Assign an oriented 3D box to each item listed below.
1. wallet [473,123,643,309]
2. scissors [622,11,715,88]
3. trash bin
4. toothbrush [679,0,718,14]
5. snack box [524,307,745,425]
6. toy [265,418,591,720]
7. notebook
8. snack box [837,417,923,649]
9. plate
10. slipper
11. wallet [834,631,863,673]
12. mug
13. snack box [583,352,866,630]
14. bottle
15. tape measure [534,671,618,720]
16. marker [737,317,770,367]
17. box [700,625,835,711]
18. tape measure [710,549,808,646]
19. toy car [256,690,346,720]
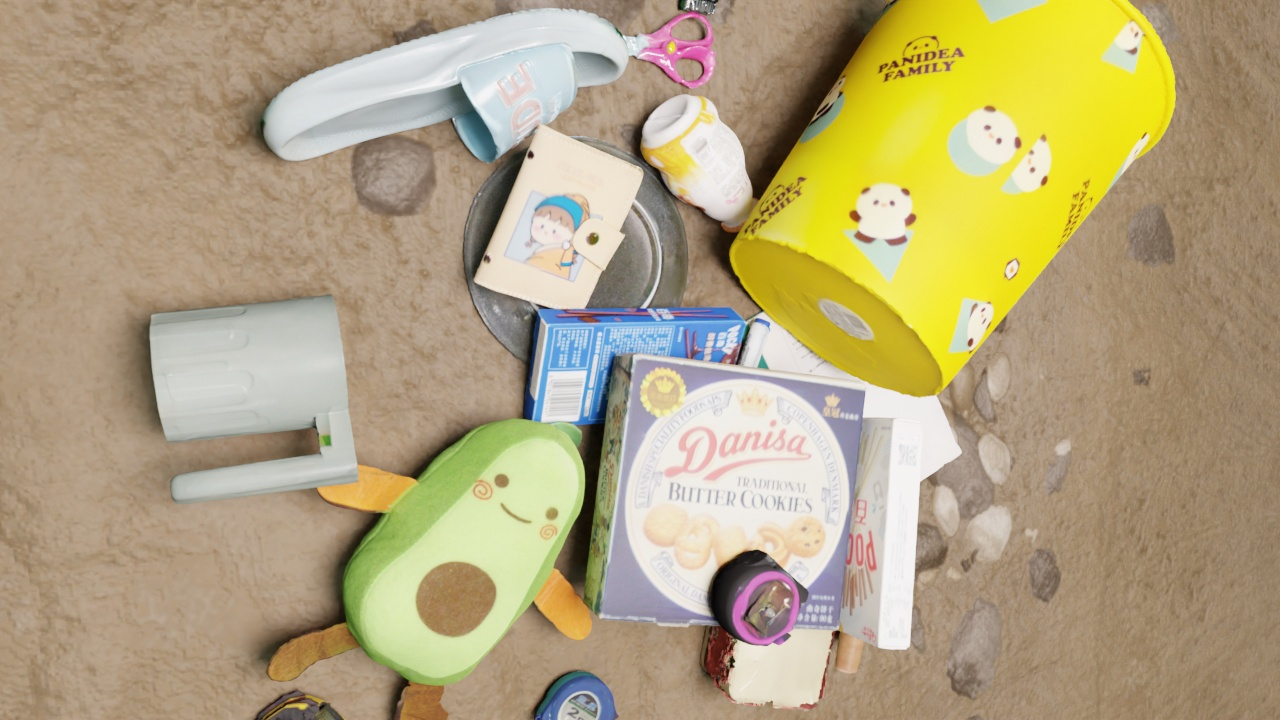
[{"bbox_3d":[-0.053,-0.092,0.628,0.087,0.024,0.115,19,104,-26],"label":"wallet"},{"bbox_3d":[-0.004,-0.236,0.687,0.133,0.017,0.057,-3,104,-20],"label":"scissors"},{"bbox_3d":[0.212,-0.128,0.678,0.229,0.230,0.255,41,80,-20],"label":"trash bin"},{"bbox_3d":[-0.027,-0.272,0.675,0.189,0.014,0.016,-3,118,-23],"label":"toothbrush"},{"bbox_3d":[-0.004,0.004,0.677,0.157,0.026,0.085,-2,121,-24],"label":"snack box"},{"bbox_3d":[-0.123,0.138,0.616,0.227,0.090,0.246,39,81,-30],"label":"toy"},{"bbox_3d":[0.182,0.028,0.785,0.150,0.012,0.209,-30,104,-18],"label":"notebook"},{"bbox_3d":[0.164,0.120,0.663,0.027,0.085,0.156,8,84,-18],"label":"snack box"},{"bbox_3d":[-0.040,-0.075,0.675,0.179,0.024,0.179,-2,94,-24],"label":"plate"},{"bbox_3d":[-0.116,-0.166,0.594,0.245,0.104,0.074,-20,93,-17],"label":"slipper"},{"bbox_3d":[0.179,0.192,0.750,0.020,0.115,0.101,12,89,16],"label":"wallet"},{"bbox_3d":[-0.231,0.023,0.553,0.103,0.084,0.123,-6,65,-22],"label":"mug"},{"bbox_3d":[0.061,0.094,0.649,0.177,0.046,0.182,7,88,-17],"label":"snack box"},{"bbox_3d":[0.049,-0.145,0.690,0.063,0.063,0.108,-53,125,-12],"label":"bottle"},{"bbox_3d":[-0.047,0.263,0.692,0.058,0.025,0.054,42,75,-24],"label":"tape measure"},{"bbox_3d":[0.074,0.036,0.731,0.017,0.017,0.145,20,89,-24],"label":"marker"},{"bbox_3d":[0.109,0.182,0.720,0.091,0.077,0.168,11,90,-15],"label":"box"},{"bbox_3d":[0.078,0.160,0.610,0.057,0.039,0.057,46,79,-14],"label":"tape measure"},{"bbox_3d":[-0.199,0.291,0.617,0.071,0.041,0.156,-45,107,-15],"label":"toy car"}]
